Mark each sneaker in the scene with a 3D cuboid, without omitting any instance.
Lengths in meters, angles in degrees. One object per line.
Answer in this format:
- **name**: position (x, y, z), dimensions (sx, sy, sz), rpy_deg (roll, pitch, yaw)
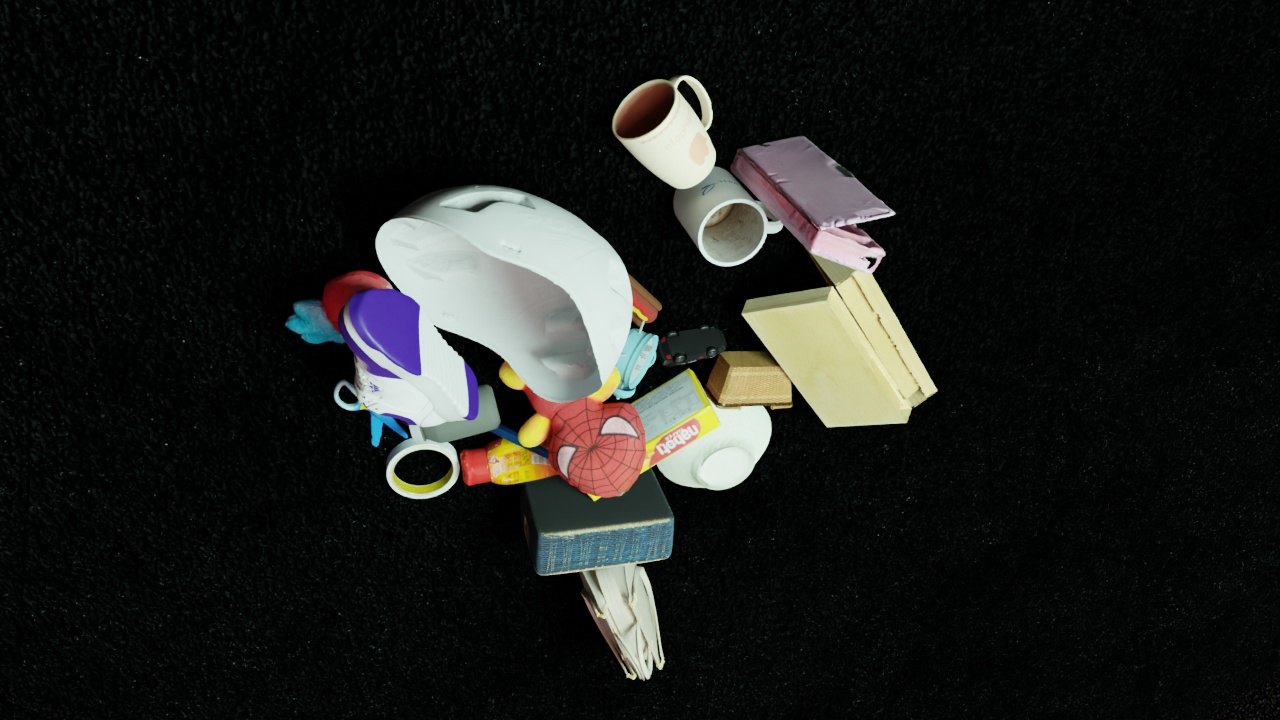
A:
- **sneaker**: position (-0.281, 0.005, 1.024), dimensions (0.111, 0.091, 0.244), rpy_deg (-13, 148, 14)

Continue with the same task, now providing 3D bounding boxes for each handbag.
- **handbag**: position (-0.023, 0.375, 1.340), dimensions (0.101, 0.197, 0.195), rpy_deg (-21, 127, -3)

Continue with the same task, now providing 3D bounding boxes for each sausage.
- **sausage**: position (-0.032, -0.095, 1.115), dimensions (0.040, 0.040, 0.155), rpy_deg (-41, 125, 12)

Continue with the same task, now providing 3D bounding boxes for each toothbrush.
- **toothbrush**: position (-0.131, 0.116, 1.181), dimensions (0.190, 0.017, 0.016), rpy_deg (27, 95, 5)

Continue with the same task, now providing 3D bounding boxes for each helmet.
- **helmet**: position (-0.145, -0.082, 0.987), dimensions (0.282, 0.183, 0.225), rpy_deg (18, 151, -16)

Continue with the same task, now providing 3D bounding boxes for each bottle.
- **bottle**: position (-0.234, 0.069, 1.150), dimensions (0.108, 0.060, 0.060), rpy_deg (-15, 126, -8)
- **bottle**: position (-0.171, 0.132, 1.220), dimensions (0.134, 0.048, 0.072), rpy_deg (-9, 128, -12)

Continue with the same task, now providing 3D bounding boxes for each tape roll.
- **tape roll**: position (-0.286, 0.141, 1.207), dimensions (0.094, 0.019, 0.094), rpy_deg (-8, 126, -12)

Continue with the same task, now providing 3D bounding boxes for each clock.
- **clock**: position (-0.007, 0.007, 1.164), dimensions (0.042, 0.087, 0.123), rpy_deg (27, 152, 13)

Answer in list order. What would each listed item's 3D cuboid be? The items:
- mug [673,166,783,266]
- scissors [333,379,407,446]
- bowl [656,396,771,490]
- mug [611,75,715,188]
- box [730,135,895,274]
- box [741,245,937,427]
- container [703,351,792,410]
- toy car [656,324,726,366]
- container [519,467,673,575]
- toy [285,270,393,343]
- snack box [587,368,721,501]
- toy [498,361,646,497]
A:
- **mug**: position (0.109, -0.169, 1.073), dimensions (0.119, 0.096, 0.083), rpy_deg (-1, 123, -17)
- **scissors**: position (-0.336, 0.063, 1.141), dimensions (0.109, 0.018, 0.131), rpy_deg (1, 124, -20)
- **bowl**: position (0.112, 0.133, 1.299), dimensions (0.176, 0.057, 0.177), rpy_deg (-9, 129, -12)
- **mug**: position (0.039, -0.256, 1.010), dimensions (0.104, 0.085, 0.111), rpy_deg (40, 75, -44)
- **box**: position (0.186, -0.187, 1.001), dimensions (0.099, 0.232, 0.080), rpy_deg (17, 115, -26)
- **box**: position (0.270, -0.029, 1.185), dimensions (0.179, 0.142, 0.248), rpy_deg (-46, 124, -6)
- **container**: position (0.150, 0.025, 1.245), dimensions (0.114, 0.063, 0.061), rpy_deg (-1, 116, -17)
- **toy car**: position (0.066, -0.017, 1.200), dimensions (0.091, 0.042, 0.036), rpy_deg (-11, 151, -11)
- **container**: position (-0.062, 0.207, 1.246), dimensions (0.187, 0.145, 0.071), rpy_deg (-4, 121, -15)
- **toy**: position (-0.333, -0.055, 1.037), dimensions (0.133, 0.062, 0.092), rpy_deg (-17, 133, 13)
- **snack box**: position (0.003, 0.097, 1.225), dimensions (0.201, 0.092, 0.042), rpy_deg (-32, 126, 5)
- **toy**: position (-0.073, 0.068, 1.126), dimensions (0.148, 0.098, 0.216), rpy_deg (-33, 84, 18)
